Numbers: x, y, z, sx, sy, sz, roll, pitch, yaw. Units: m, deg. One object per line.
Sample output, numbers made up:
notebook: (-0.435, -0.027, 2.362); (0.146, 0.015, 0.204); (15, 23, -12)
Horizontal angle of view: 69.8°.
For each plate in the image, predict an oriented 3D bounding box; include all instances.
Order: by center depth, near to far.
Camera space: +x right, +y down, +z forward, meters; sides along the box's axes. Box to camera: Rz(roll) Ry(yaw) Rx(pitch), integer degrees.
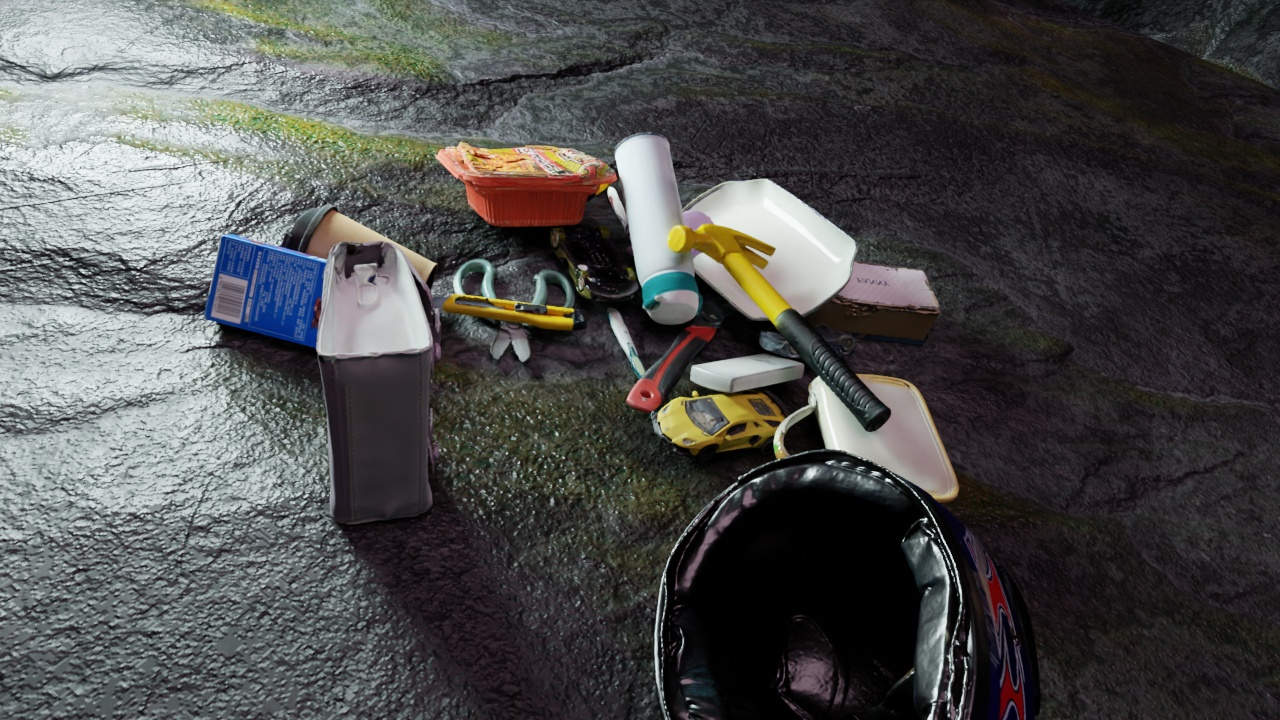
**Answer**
plate: (0.146, -0.131, 1.112); (0.162, 0.034, 0.265); (-35, 47, -8)

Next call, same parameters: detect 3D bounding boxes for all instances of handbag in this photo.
handbag: (-0.216, 0.019, 0.755); (0.098, 0.197, 0.144); (-7, 46, -22)
handbag: (0.211, 0.086, 0.922); (0.178, 0.063, 0.163); (9, 42, -14)

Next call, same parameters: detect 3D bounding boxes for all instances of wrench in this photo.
wrench: (0.057, -0.014, 1.005); (0.056, 0.016, 0.272); (27, 37, 16)

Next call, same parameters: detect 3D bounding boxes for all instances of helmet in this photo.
helmet: (0.141, 0.228, 0.606); (0.248, 0.240, 0.314); (-20, 31, 16)

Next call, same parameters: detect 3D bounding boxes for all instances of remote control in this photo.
remote control: (0.114, 0.013, 0.971); (0.056, 0.019, 0.134); (18, 18, 40)

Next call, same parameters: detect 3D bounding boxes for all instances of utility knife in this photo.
utility knife: (-0.141, -0.053, 0.969); (0.173, 0.015, 0.033); (7, 41, -11)

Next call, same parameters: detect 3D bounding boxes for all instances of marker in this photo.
marker: (-0.073, -0.213, 1.198); (0.018, 0.015, 0.123); (29, 45, 16)

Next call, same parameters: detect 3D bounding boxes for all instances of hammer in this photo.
hammer: (0.153, -0.044, 0.962); (0.128, 0.033, 0.300); (-6, 48, -42)

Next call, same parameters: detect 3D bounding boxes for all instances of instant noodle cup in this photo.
instant noodle cup: (-0.140, -0.211, 1.099); (0.188, 0.079, 0.164); (-4, 24, -23)

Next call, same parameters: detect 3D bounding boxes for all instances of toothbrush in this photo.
toothbrush: (-0.006, 0.006, 0.980); (0.016, 0.018, 0.191); (-3, 43, -21)
toothbrush: (-0.019, -0.163, 1.161); (0.017, 0.016, 0.187); (-9, 47, -14)

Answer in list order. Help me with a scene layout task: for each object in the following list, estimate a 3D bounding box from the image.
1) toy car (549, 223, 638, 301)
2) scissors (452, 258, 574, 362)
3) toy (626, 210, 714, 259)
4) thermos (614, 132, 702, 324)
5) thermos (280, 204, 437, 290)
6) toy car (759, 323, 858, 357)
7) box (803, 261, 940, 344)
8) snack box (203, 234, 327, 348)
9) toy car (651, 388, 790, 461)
toy car: (-0.056, -0.113, 1.070); (0.070, 0.042, 0.158); (-6, 41, -24)
scissors: (-0.124, -0.056, 1.005); (0.169, 0.019, 0.177); (-6, 45, -25)
toy: (0.050, -0.140, 1.107); (0.084, 0.039, 0.107); (42, 67, 17)
thermos: (0.022, -0.149, 1.053); (0.073, 0.073, 0.224); (-2, 67, -20)
thermos: (-0.288, -0.098, 0.948); (0.143, 0.093, 0.092); (22, 41, -6)
toy car: (0.191, -0.018, 1.046); (0.120, 0.037, 0.054); (-1, 20, -26)
box: (0.282, -0.074, 1.129); (0.184, 0.062, 0.089); (9, 43, -12)
snack box: (-0.334, -0.062, 0.890); (0.157, 0.084, 0.026); (15, 8, -3)
toy car: (0.084, 0.062, 0.916); (0.155, 0.041, 0.071); (-4, 44, -35)
